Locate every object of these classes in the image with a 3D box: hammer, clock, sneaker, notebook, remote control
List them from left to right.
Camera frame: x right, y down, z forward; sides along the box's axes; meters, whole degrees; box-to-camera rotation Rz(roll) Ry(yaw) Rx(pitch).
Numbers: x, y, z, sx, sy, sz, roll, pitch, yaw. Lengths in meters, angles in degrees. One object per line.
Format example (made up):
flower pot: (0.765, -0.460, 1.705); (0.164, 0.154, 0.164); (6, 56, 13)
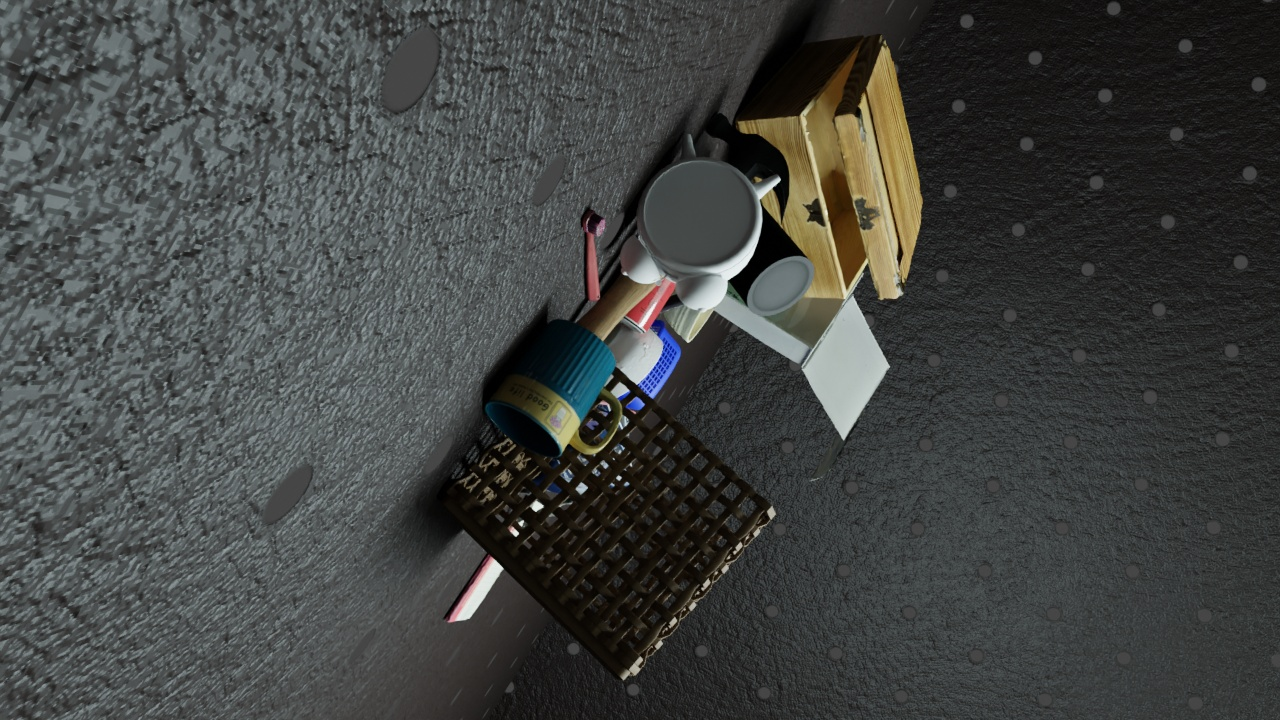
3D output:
notebook: (-0.215, 0.299, 1.377); (0.208, 0.012, 0.153); (-57, 172, -10)
sneaker: (-0.078, 0.112, 1.267); (0.269, 0.103, 0.132); (1, 99, -68)
remote control: (0.044, -0.078, 1.229); (0.125, 0.009, 0.046); (-19, -161, 18)
hammer: (0.040, -0.125, 0.994); (0.305, 0.132, 0.040); (-48, 168, -10)
clock: (0.058, -0.136, 0.943); (0.160, 0.125, 0.073); (-62, 173, -10)

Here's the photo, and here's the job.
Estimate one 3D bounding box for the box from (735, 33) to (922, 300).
box: (0.276, -0.261, 1.236); (0.244, 0.168, 0.279); (-55, 134, -39)

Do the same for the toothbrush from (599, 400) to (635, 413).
toothbrush: (-0.046, 0.055, 1.245); (0.015, 0.015, 0.184); (-62, 152, 2)

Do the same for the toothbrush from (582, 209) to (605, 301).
toothbrush: (-0.044, -0.095, 0.876); (0.016, 0.016, 0.190); (-56, 172, -16)

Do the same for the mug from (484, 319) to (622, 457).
mug: (-0.070, 0.034, 0.864); (0.107, 0.113, 0.083); (-57, -175, -28)

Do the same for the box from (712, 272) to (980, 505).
box: (0.323, 0.002, 1.376); (0.166, 0.478, 0.119); (-51, -168, -27)

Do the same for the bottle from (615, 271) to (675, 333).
bottle: (0.026, -0.119, 1.047); (0.176, 0.062, 0.062); (-57, 172, -3)

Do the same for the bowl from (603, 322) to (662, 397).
bowl: (-0.030, -0.007, 1.096); (0.105, 0.054, 0.104); (-37, -157, 18)

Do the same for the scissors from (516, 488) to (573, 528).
scissors: (-0.150, 0.202, 1.235); (0.154, 0.163, 0.012); (45, 43, -48)

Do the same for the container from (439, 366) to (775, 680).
container: (-0.037, 0.172, 0.980); (0.213, 0.251, 0.220); (-45, 169, -16)

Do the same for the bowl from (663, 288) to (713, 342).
bowl: (0.080, -0.110, 1.379); (0.150, 0.075, 0.151); (-55, 171, -13)

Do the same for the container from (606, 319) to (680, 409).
container: (-0.007, 0.007, 1.178); (0.096, 0.058, 0.114); (7, -124, 49)

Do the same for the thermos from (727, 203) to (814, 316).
thermos: (0.116, -0.150, 1.085); (0.086, 0.198, 0.086); (-19, 141, -16)

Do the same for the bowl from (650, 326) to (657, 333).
bowl: (-0.011, -0.003, 1.286); (0.117, 0.061, 0.117); (-57, 173, -11)
